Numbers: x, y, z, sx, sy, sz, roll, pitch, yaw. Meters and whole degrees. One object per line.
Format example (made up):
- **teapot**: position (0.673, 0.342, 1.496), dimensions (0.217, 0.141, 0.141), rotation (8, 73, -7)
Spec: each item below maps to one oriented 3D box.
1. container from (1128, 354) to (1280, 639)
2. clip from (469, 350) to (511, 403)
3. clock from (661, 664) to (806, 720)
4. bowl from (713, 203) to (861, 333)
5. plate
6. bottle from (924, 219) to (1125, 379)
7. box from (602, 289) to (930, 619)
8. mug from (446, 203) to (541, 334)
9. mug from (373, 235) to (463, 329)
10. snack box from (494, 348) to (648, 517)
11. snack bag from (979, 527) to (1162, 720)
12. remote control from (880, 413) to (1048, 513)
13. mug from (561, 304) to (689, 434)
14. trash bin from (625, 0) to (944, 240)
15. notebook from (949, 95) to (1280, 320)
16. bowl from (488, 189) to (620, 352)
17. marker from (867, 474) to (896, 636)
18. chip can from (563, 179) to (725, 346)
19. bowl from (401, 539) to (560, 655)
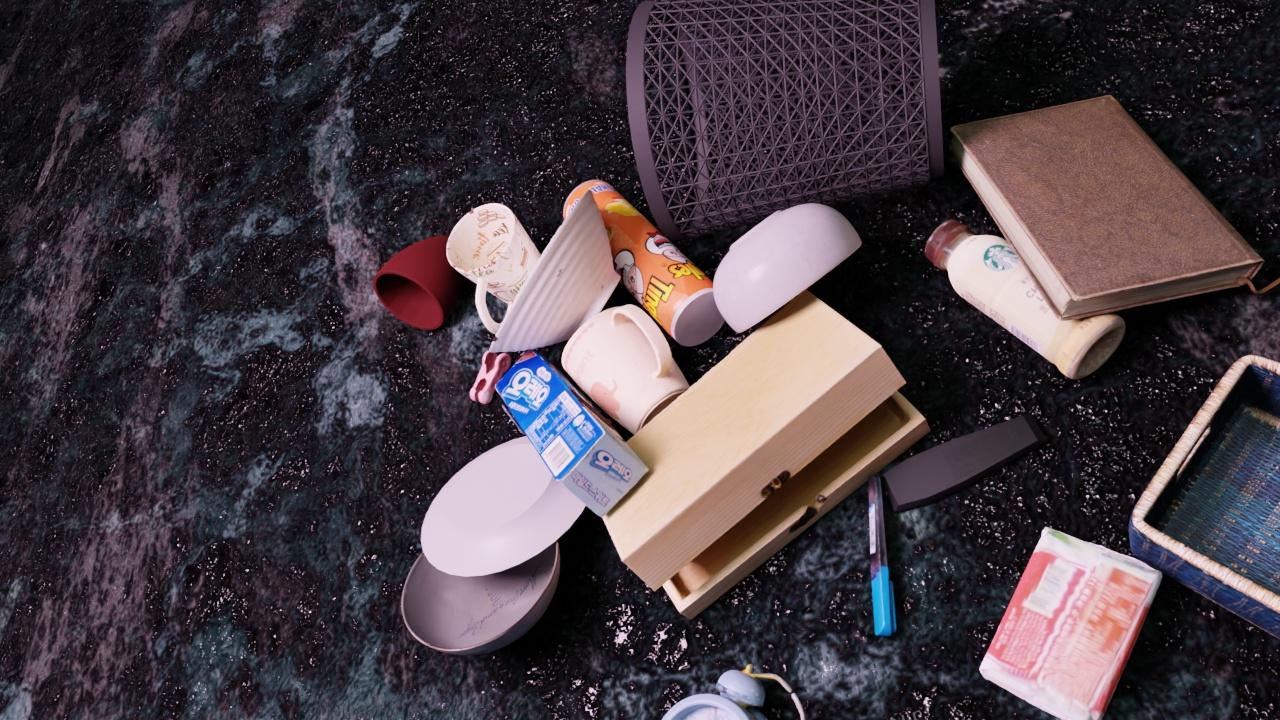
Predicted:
- **container**: position (0.425, 0.103, 0.559), dimensions (0.187, 0.071, 0.145), rotation (33, 82, 36)
- **clip**: position (-0.151, 0.018, 0.941), dimensions (0.038, 0.022, 0.058), rotation (17, 78, 31)
- **clock**: position (0.064, 0.279, 0.663), dimensions (0.124, 0.051, 0.088), rotation (-38, 51, 4)
- **bowl**: position (0.116, -0.087, 0.783), dimensions (0.132, 0.131, 0.064), rotation (-36, 91, 5)
- **plate**: position (-0.124, 0.120, 0.827), dimensions (0.173, 0.019, 0.172), rotation (-17, 33, 12)
- **bottle**: position (0.296, -0.054, 0.724), dimensions (0.056, 0.056, 0.162), rotation (-42, 53, 1)
- **box**: position (0.092, 0.078, 0.751), dimensions (0.249, 0.123, 0.140), rotation (-40, 27, 2)
- **mug**: position (-0.141, -0.084, 0.943), dimensions (0.081, 0.097, 0.121), rotation (-8, 60, 24)
- **mug**: position (-0.241, -0.092, 1.022), dimensions (0.114, 0.087, 0.088), rotation (-23, 31, 48)
- **snack box**: position (-0.067, 0.055, 0.800), dimensions (0.059, 0.059, 0.226), rotation (-48, 28, -2)
- **snack bag**: position (0.286, 0.178, 0.613), dimensions (0.077, 0.036, 0.115), rotation (22, 75, 34)
- **remote control**: position (0.247, 0.077, 0.705), dimensions (0.125, 0.010, 0.039), rotation (-27, 54, 12)
- **mug**: position (-0.005, 0.005, 0.818), dimensions (0.085, 0.112, 0.104), rotation (-23, 57, -31)
- **trash bin**: position (0.138, -0.228, 0.819), dimensions (0.244, 0.217, 0.216), rotation (-3, 62, 18)
- **notebook**: position (0.370, -0.128, 0.713), dimensions (0.190, 0.034, 0.215), rotation (-11, 50, -3)
- **bowl**: position (-0.067, -0.066, 0.861), dimensions (0.071, 0.177, 0.177), rotation (32, 78, -5)
- **marker**: position (0.182, 0.146, 0.695), dimensions (0.015, 0.018, 0.122), rotation (6, 64, -6)
- **chip can**: position (0.001, -0.100, 0.900), dimensions (0.062, 0.062, 0.210), rotation (-42, 53, 1)
- **bowl**: position (-0.127, 0.198, 0.793), dimensions (0.151, 0.057, 0.150), rotation (-16, 37, 12)
